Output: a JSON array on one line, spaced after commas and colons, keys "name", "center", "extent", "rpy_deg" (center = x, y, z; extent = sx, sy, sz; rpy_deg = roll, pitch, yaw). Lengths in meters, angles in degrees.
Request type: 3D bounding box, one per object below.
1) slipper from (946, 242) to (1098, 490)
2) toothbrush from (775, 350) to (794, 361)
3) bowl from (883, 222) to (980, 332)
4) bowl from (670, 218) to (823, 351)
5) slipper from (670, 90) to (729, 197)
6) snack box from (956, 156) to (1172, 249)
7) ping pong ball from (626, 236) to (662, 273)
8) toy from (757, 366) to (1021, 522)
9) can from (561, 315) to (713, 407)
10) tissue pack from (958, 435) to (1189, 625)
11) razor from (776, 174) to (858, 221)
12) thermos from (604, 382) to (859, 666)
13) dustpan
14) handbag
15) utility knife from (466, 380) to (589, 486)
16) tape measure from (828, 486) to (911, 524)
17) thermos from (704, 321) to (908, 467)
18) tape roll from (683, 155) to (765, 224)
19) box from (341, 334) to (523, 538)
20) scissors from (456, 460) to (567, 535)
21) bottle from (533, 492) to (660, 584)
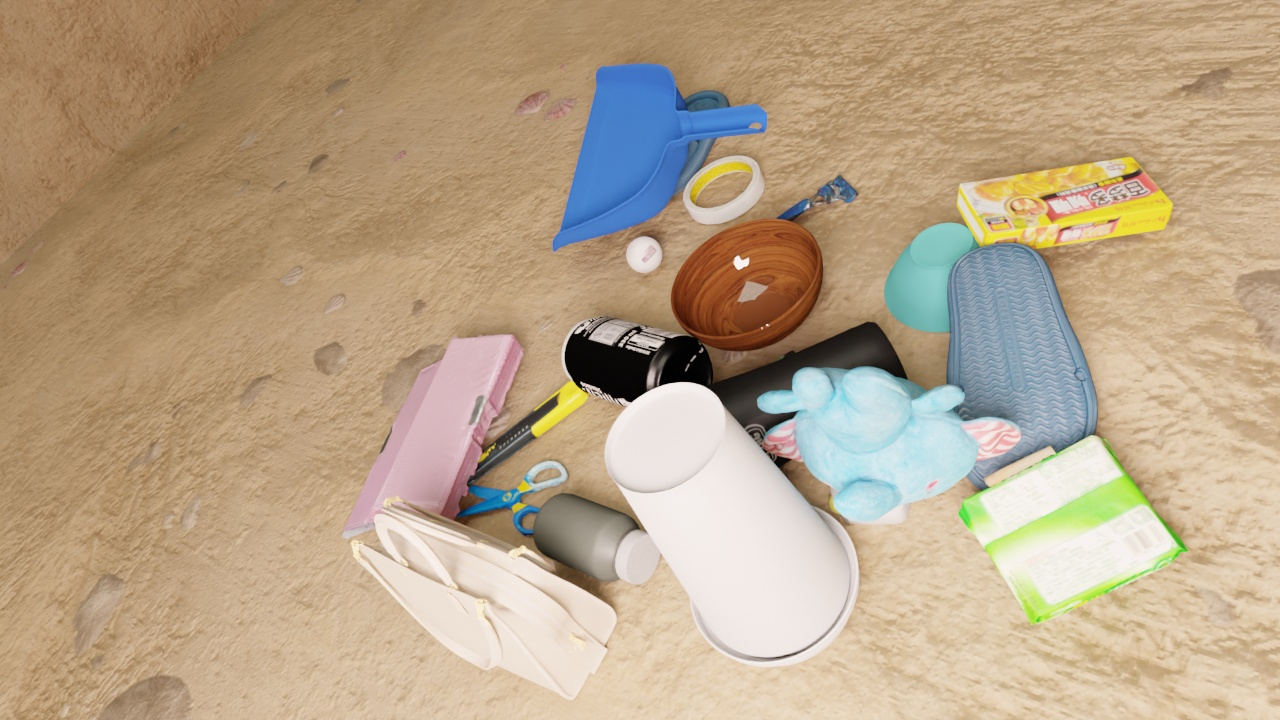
[{"name": "slipper", "center": [0.289, 0.005, 0.707], "extent": [0.104, 0.059, 0.213], "rpy_deg": [-7, 62, 23]}, {"name": "toothbrush", "center": [0.065, 0.046, 0.849], "extent": [0.188, 0.014, 0.017], "rpy_deg": [-36, 34, 0]}, {"name": "bowl", "center": [0.270, -0.086, 0.809], "extent": [0.121, 0.046, 0.121], "rpy_deg": [-18, 45, 19]}, {"name": "bowl", "center": [0.109, -0.058, 0.873], "extent": [0.147, 0.069, 0.147], "rpy_deg": [-18, 46, 19]}, {"name": "slipper", "center": [0.035, -0.260, 1.115], "extent": [0.104, 0.059, 0.213], "rpy_deg": [20, 64, 40]}, {"name": "snack box", "center": [0.355, -0.131, 0.776], "extent": [0.152, 0.025, 0.075], "rpy_deg": [-9, 45, 1]}, {"name": "ping pong ball", "center": [0.004, -0.117, 1.017], "extent": [0.040, 0.040, 0.040], "rpy_deg": [-18, 45, 19]}, {"name": "toy", "center": [0.158, 0.054, 0.628], "extent": [0.184, 0.180, 0.114], "rpy_deg": [-2, 73, 27]}, {"name": "can", "center": [-0.005, 0.005, 0.874], "extent": [0.146, 0.080, 0.080], "rpy_deg": [16, 63, 48]}, {"name": "tissue pack", "center": [0.286, 0.111, 0.616], "extent": [0.114, 0.034, 0.099], "rpy_deg": [-29, 58, 8]}, {"name": "razor", "center": [0.158, -0.150, 0.962], "extent": [0.141, 0.018, 0.043], "rpy_deg": [-32, 42, 5]}, {"name": "thermos", "center": [0.063, 0.113, 0.632], "extent": [0.132, 0.222, 0.131], "rpy_deg": [-18, 45, 19]}, {"name": "dustpan", "center": [0.025, -0.247, 1.045], "extent": [0.258, 0.059, 0.245], "rpy_deg": [1, 67, 27]}, {"name": "handbag", "center": [-0.143, 0.171, 0.733], "extent": [0.195, 0.198, 0.101], "rpy_deg": [11, 59, 39]}, {"name": "utility knife", "center": [-0.131, 0.083, 0.942], "extent": [0.186, 0.020, 0.029], "rpy_deg": [-38, 39, 0]}, {"name": "tape measure", "center": [0.182, 0.097, 0.722], "extent": [0.064, 0.017, 0.064], "rpy_deg": [-3, 51, 31]}, {"name": "thermos", "center": [0.108, 0.046, 0.763], "extent": [0.219, 0.106, 0.105], "rpy_deg": [-25, 42, 4]}, {"name": "tape roll", "center": [0.095, -0.195, 1.044], "extent": [0.094, 0.019, 0.093], "rpy_deg": [-18, 44, 19]}, {"name": "box", "center": [-0.231, 0.076, 0.980], "extent": [0.181, 0.051, 0.232], "rpy_deg": [-13, 45, 34]}, {"name": "scissors", "center": [-0.126, 0.127, 0.901], "extent": [0.133, 0.020, 0.096], "rpy_deg": [7, 54, 36]}, {"name": "bottle", "center": [-0.038, 0.154, 0.784], "extent": [0.109, 0.060, 0.060], "rpy_deg": [13, 60, 40]}]
